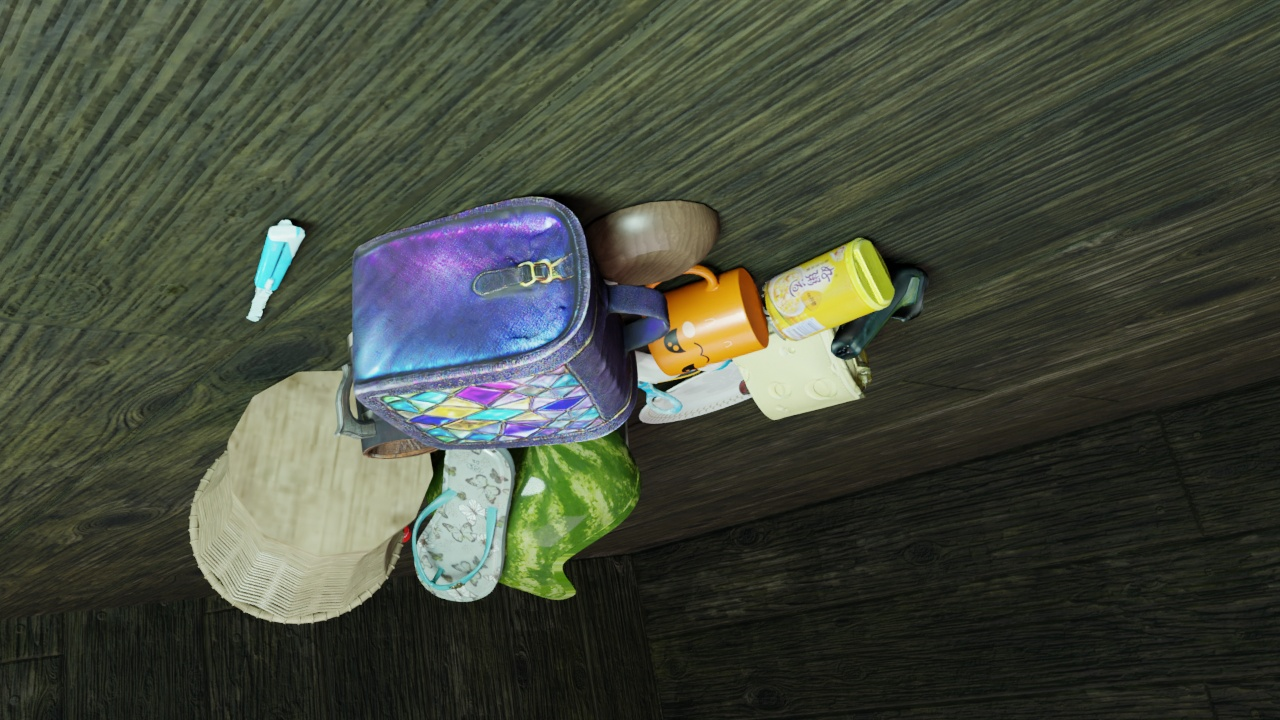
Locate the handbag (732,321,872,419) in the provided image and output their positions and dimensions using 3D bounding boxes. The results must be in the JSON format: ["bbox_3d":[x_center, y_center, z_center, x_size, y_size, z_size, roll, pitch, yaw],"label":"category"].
[{"bbox_3d":[0.173,-0.001,0.970,0.119,0.111,0.081,-20,-171,32],"label":"handbag"}]

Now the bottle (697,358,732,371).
[{"bbox_3d":[0.067,-0.015,0.971,0.051,0.051,0.146,-17,163,21],"label":"bottle"}]

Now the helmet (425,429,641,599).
[{"bbox_3d":[-0.131,0.140,1.064,0.243,0.212,0.248,24,143,-2],"label":"helmet"}]

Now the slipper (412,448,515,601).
[{"bbox_3d":[-0.183,0.182,0.943,0.098,0.054,0.270,27,129,3],"label":"slipper"}]

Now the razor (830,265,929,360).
[{"bbox_3d":[0.232,-0.044,0.889,0.054,0.067,0.151,-29,-167,51],"label":"razor"}]

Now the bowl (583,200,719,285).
[{"bbox_3d":[0.008,-0.086,0.726,0.118,0.030,0.118,-10,164,-3],"label":"bowl"}]

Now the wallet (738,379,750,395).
[{"bbox_3d":[0.188,0.003,1.096,0.099,0.031,0.120,-9,159,-43],"label":"wallet"}]

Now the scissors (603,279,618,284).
[{"bbox_3d":[-0.079,-0.061,0.787,0.128,0.013,0.064,-7,163,-15],"label":"scissors"}]

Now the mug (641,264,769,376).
[{"bbox_3d":[0.053,-0.046,0.840,0.096,0.077,0.112,-17,132,21],"label":"mug"}]

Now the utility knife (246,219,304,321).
[{"bbox_3d":[-0.269,-0.060,0.669,0.022,0.015,0.181,1,163,-28],"label":"utility knife"}]

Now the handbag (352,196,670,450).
[{"bbox_3d":[-0.088,-0.019,0.698,0.222,0.125,0.205,-9,160,6],"label":"handbag"}]

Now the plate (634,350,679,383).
[{"bbox_3d":[-0.006,0.006,0.960,0.104,0.026,0.104,14,177,1],"label":"plate"}]

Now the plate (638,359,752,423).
[{"bbox_3d":[0.111,0.027,1.167,0.242,0.016,0.243,-18,165,-5],"label":"plate"}]

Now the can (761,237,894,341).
[{"bbox_3d":[0.172,-0.064,0.846,0.105,0.067,0.067,-24,160,39],"label":"can"}]

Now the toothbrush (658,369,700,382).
[{"bbox_3d":[0.092,-0.010,1.051,0.197,0.031,0.031,-18,172,11],"label":"toothbrush"}]

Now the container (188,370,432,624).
[{"bbox_3d":[-0.332,0.137,0.944,0.226,0.226,0.197,-1,155,-30],"label":"container"}]

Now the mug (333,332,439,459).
[{"bbox_3d":[-0.227,0.025,0.812,0.080,0.107,0.115,-20,162,29],"label":"mug"}]

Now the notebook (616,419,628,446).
[{"bbox_3d":[-0.110,0.147,1.250,0.210,0.142,0.009,-18,146,22],"label":"notebook"}]

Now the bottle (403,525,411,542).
[{"bbox_3d":[-0.489,0.345,1.864,0.036,0.036,0.119,-8,163,-12],"label":"bottle"}]

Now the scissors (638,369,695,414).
[{"bbox_3d":[0.013,0.019,1.045,0.134,0.011,0.138,31,132,-28],"label":"scissors"}]
